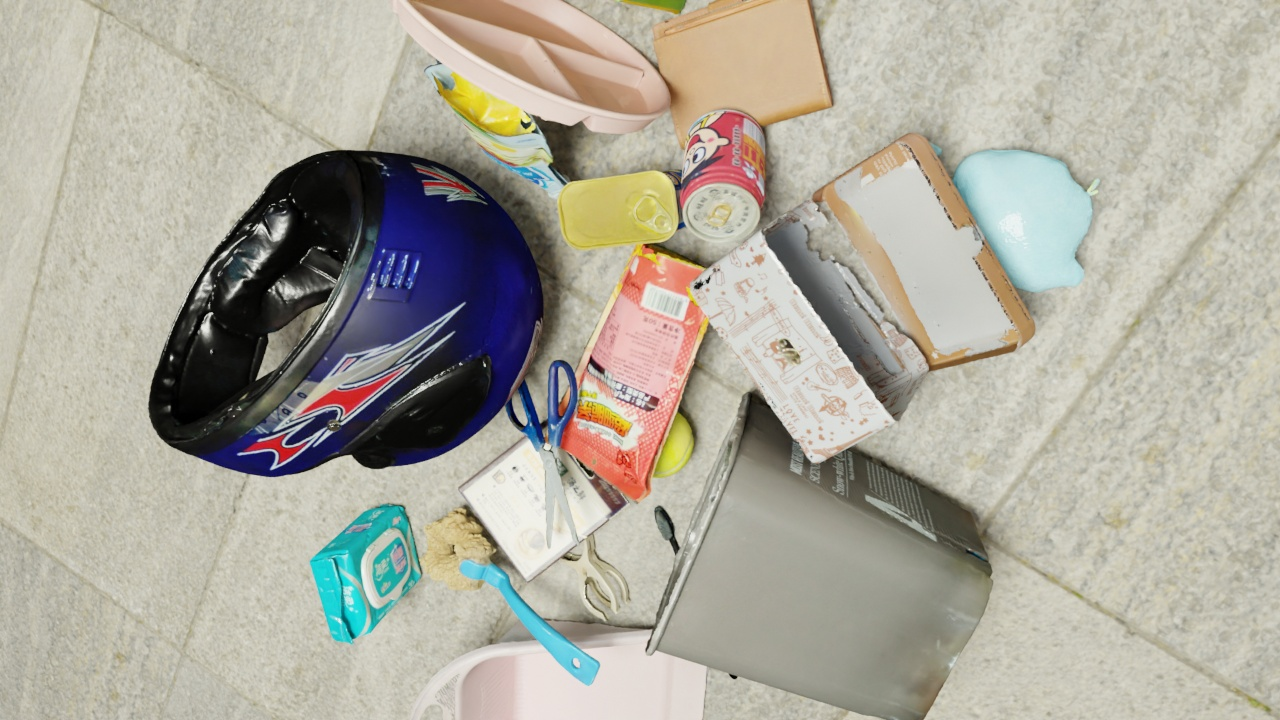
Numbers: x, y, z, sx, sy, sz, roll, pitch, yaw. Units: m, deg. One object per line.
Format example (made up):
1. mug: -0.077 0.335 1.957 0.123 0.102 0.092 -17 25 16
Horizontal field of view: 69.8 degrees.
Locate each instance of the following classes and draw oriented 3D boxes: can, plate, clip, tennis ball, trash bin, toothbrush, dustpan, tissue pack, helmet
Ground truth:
1. can: 0.066 -0.147 0.733 0.066 0.093 0.067 4 141 3
2. plate: -0.083 -0.240 0.699 0.229 0.228 0.028 35 122 7
3. clip: -0.049 0.206 0.908 0.071 0.034 0.100 -38 82 23
4. tennis ball: 0.016 0.074 0.832 0.065 0.065 0.065 5 105 17
5. can: -0.007 -0.130 0.778 0.102 0.083 0.057 -4 103 19
6. trash bin: 0.144 0.166 0.754 0.220 0.198 0.199 21 109 5
7. toothbrush: 0.054 0.226 0.884 0.014 0.016 0.189 -24 96 7
8. dustpan: -0.077 0.373 0.901 0.274 0.138 0.223 5 104 18
9. tissue pack: -0.276 0.213 0.928 0.050 0.133 0.093 -6 105 15
10. helmet: -0.227 -0.020 0.790 0.316 0.240 0.247 -43 50 16

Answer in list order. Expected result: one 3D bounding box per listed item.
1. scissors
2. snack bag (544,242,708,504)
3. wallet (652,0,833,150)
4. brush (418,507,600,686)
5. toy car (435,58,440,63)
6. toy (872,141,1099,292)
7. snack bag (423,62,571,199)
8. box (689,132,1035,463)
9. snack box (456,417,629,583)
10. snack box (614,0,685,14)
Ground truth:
1. scissors: -0.087 0.079 0.825 0.156 0.012 0.166 30 109 38
2. snack bag: -0.005 0.005 0.792 0.129 0.073 0.208 28 101 39
3. wallet: 0.081 -0.241 0.748 0.132 0.031 0.108 -12 103 20
4. brush: -0.131 0.227 0.886 0.255 0.045 0.083 31 105 36
5. toy car: -0.139 -0.281 0.809 0.091 0.034 0.043 -32 90 20
6. toy: 0.268 -0.113 0.711 0.157 0.049 0.161 -32 85 30
7. snack bag: -0.107 -0.179 0.748 0.110 0.191 0.039 26 87 5
8. box: 0.180 -0.052 0.697 0.188 0.154 0.183 -34 93 37
9. snack box: -0.090 0.128 0.871 0.125 0.053 0.113 -38 85 1
10. snack box: -0.075 -0.332 0.708 0.210 0.157 0.070 20 112 12
